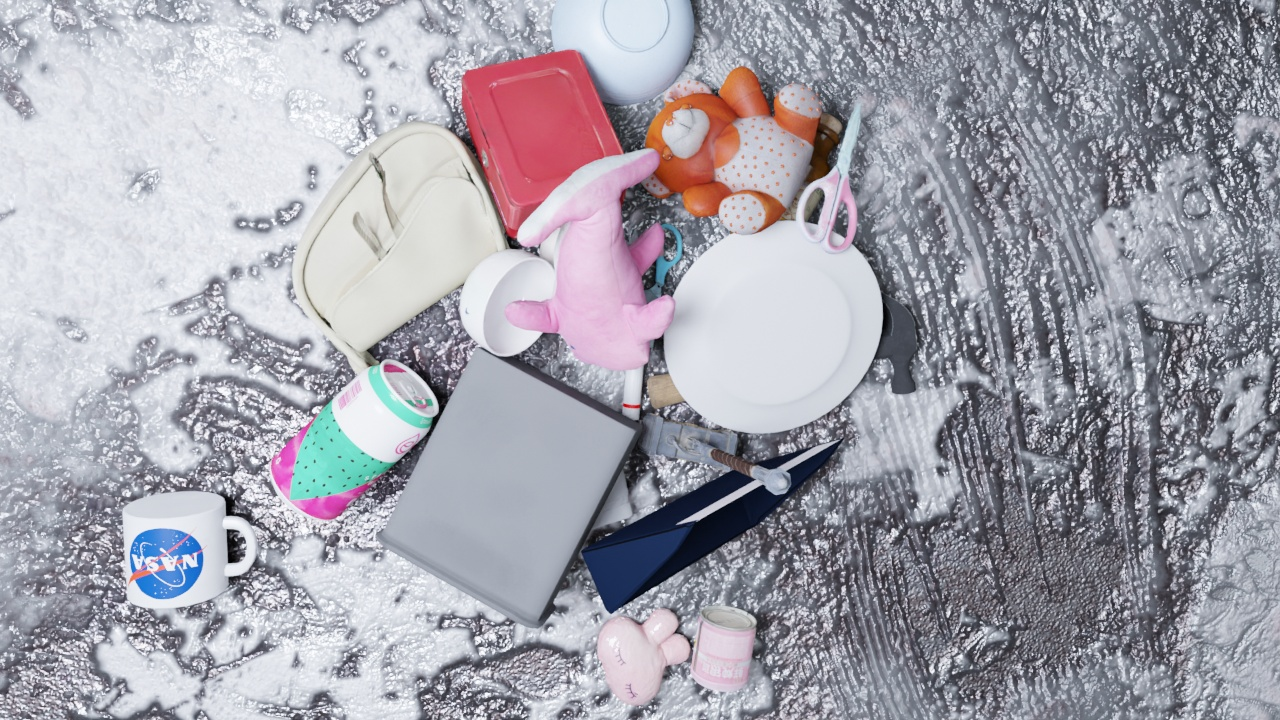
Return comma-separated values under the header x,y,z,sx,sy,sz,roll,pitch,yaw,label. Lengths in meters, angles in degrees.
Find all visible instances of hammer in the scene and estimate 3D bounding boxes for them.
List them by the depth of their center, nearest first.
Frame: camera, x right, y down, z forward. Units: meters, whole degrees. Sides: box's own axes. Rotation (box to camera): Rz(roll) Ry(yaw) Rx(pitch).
x,y,z,sx,sy,sz,roll,pitch,yaw,label
0.079,0.093,0.875,0.098,0.322,0.044,13,89,-12,hammer
0.158,0.000,1.024,0.305,0.040,0.132,-12,104,-7,hammer

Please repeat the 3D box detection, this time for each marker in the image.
x,y,z,sx,sy,sz,roll,pitch,yaw,label
-0.006,0.006,1.002,0.019,0.019,0.145,4,98,-11,marker

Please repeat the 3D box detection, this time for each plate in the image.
x,y,z,sx,sy,sz,roll,pitch,yaw,label
0.145,-0.028,0.977,0.242,0.016,0.243,-4,113,-9,plate

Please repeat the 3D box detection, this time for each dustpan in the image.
x,y,z,sx,sy,sz,roll,pitch,yaw,label
0.058,0.182,0.947,0.235,0.274,0.080,-20,86,-42,dustpan

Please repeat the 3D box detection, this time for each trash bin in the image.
x,y,z,sx,sy,sz,roll,pitch,yaw,label
-0.129,0.125,0.939,0.192,0.097,0.220,27,92,6,trash bin

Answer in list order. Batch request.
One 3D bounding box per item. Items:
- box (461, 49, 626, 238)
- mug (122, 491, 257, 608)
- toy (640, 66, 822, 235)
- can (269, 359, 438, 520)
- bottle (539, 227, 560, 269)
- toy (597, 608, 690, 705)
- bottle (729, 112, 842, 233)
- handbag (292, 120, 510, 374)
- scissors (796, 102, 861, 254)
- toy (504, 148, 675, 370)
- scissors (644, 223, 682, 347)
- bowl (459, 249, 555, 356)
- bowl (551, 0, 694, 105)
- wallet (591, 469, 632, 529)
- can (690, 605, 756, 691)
x,y,z,sx,sy,sz,roll,pitch,yaw,label
-0.092,-0.208,0.890,0.129,0.087,0.158,-17,74,-18,box
-0.448,0.187,0.919,0.121,0.091,0.090,0,99,-11,mug
0.082,-0.214,0.923,0.172,0.092,0.163,22,89,23,toy
-0.286,0.080,0.916,0.166,0.088,0.088,-42,104,11,can
-0.078,-0.118,0.953,0.051,0.051,0.146,9,97,-11,bottle
0.004,0.332,1.044,0.105,0.053,0.108,-29,102,-20,toy
0.162,-0.188,0.975,0.068,0.068,0.157,31,93,-13,bottle
-0.237,-0.110,0.895,0.229,0.132,0.184,-36,110,-1,handbag
0.205,-0.195,0.947,0.076,0.017,0.174,23,77,-24,scissors
-0.026,-0.069,0.869,0.186,0.266,0.128,-35,60,-22,toy
-0.002,-0.082,0.983,0.126,0.015,0.136,5,81,-5,scissors
-0.136,-0.061,0.909,0.054,0.104,0.105,27,95,29,bowl
-0.012,-0.337,0.917,0.150,0.075,0.150,-1,99,-10,bowl
-0.059,0.127,1.006,0.086,0.032,0.116,-10,92,-9,wallet
0.095,0.329,1.048,0.067,0.067,0.076,7,97,-11,can
